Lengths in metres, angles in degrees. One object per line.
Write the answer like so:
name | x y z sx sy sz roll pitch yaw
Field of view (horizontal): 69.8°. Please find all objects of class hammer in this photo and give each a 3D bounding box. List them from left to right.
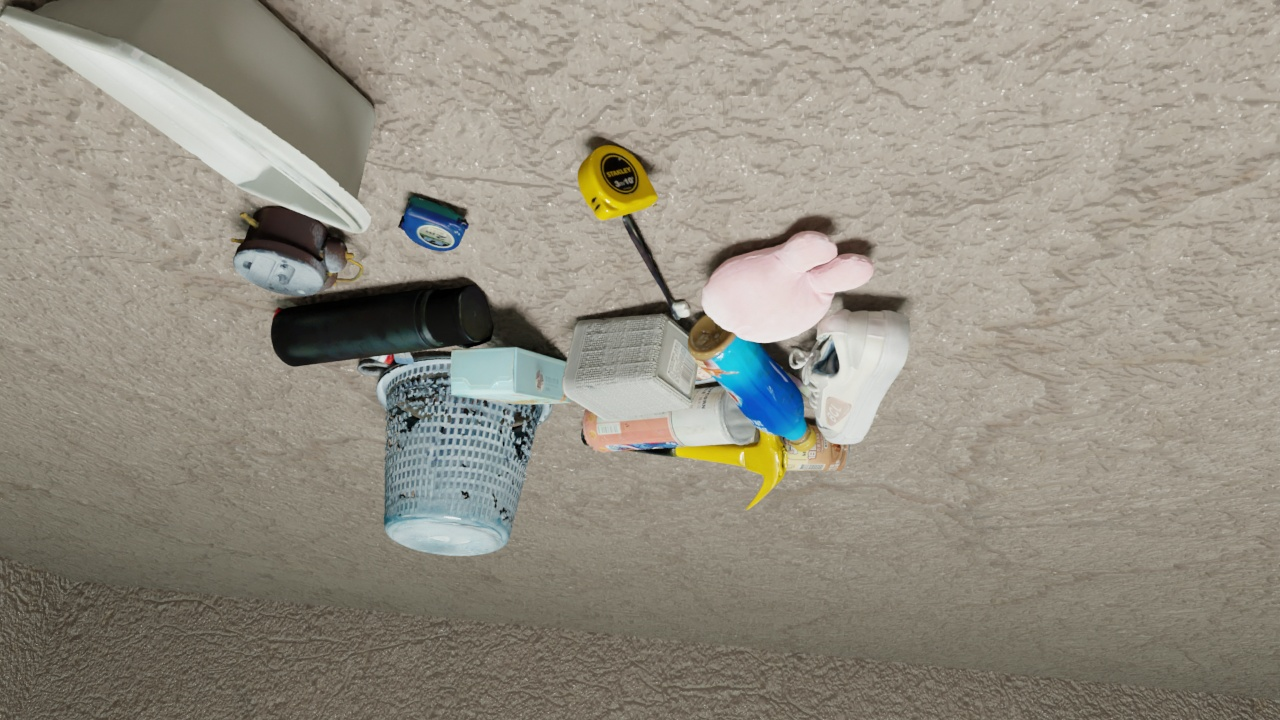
hammer | 0.049 0.111 1.169 0.301 0.129 0.032 5 -159 35

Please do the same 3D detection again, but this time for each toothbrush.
toothbrush | 0.016 -0.085 0.868 0.018 0.015 0.181 -9 151 17
toothbrush | 0.205 0.044 1.078 0.029 0.020 0.189 -25 140 37

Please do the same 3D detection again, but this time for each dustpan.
dustpan | -0.310 -0.161 0.655 0.258 0.142 0.222 -10 150 28

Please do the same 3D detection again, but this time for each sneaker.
sneaker | 0.201 0.021 0.956 0.091 0.089 0.243 8 154 2

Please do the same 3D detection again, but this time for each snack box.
snack box | -0.139 0.019 1.020 0.074 0.051 0.174 -1 174 16

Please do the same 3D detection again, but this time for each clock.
clock | -0.329 -0.099 0.882 0.122 0.055 0.082 19 151 -25

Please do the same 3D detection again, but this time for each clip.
clip | -0.280 -0.019 1.077 0.027 0.043 0.058 9 147 3

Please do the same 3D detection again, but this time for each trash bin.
trash bin | -0.229 0.131 1.148 0.226 0.194 0.227 1 151 1

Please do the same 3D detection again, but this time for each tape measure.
tape measure | -0.187 -0.123 0.831 0.058 0.025 0.055 19 154 -15
tape measure | -0.022 -0.138 0.720 0.059 0.057 0.029 -25 176 -41

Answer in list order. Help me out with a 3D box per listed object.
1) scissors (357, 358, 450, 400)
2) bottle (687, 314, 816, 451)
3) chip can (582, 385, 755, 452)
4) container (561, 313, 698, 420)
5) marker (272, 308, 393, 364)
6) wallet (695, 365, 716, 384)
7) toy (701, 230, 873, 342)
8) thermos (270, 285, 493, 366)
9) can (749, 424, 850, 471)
scissors | -0.271 0.020 1.161 0.180 0.014 0.160 11 154 -11
bottle | 0.130 0.032 0.983 0.065 0.065 0.218 -12 138 34
chip can | 0.030 0.071 1.105 0.215 0.071 0.071 -8 151 38
container | -0.006 0.006 0.963 0.114 0.090 0.090 -7 152 36
marker | -0.360 -0.027 1.083 0.145 0.017 0.017 24 150 -31
wallet | 0.060 0.004 1.034 0.115 0.024 0.087 -9 155 32
toy | 0.132 -0.066 0.835 0.121 0.054 0.160 23 145 -32
thermos | -0.275 -0.030 0.991 0.243 0.068 0.090 -4 147 22
can | 0.200 0.109 1.154 0.116 0.058 0.059 2 155 -7
